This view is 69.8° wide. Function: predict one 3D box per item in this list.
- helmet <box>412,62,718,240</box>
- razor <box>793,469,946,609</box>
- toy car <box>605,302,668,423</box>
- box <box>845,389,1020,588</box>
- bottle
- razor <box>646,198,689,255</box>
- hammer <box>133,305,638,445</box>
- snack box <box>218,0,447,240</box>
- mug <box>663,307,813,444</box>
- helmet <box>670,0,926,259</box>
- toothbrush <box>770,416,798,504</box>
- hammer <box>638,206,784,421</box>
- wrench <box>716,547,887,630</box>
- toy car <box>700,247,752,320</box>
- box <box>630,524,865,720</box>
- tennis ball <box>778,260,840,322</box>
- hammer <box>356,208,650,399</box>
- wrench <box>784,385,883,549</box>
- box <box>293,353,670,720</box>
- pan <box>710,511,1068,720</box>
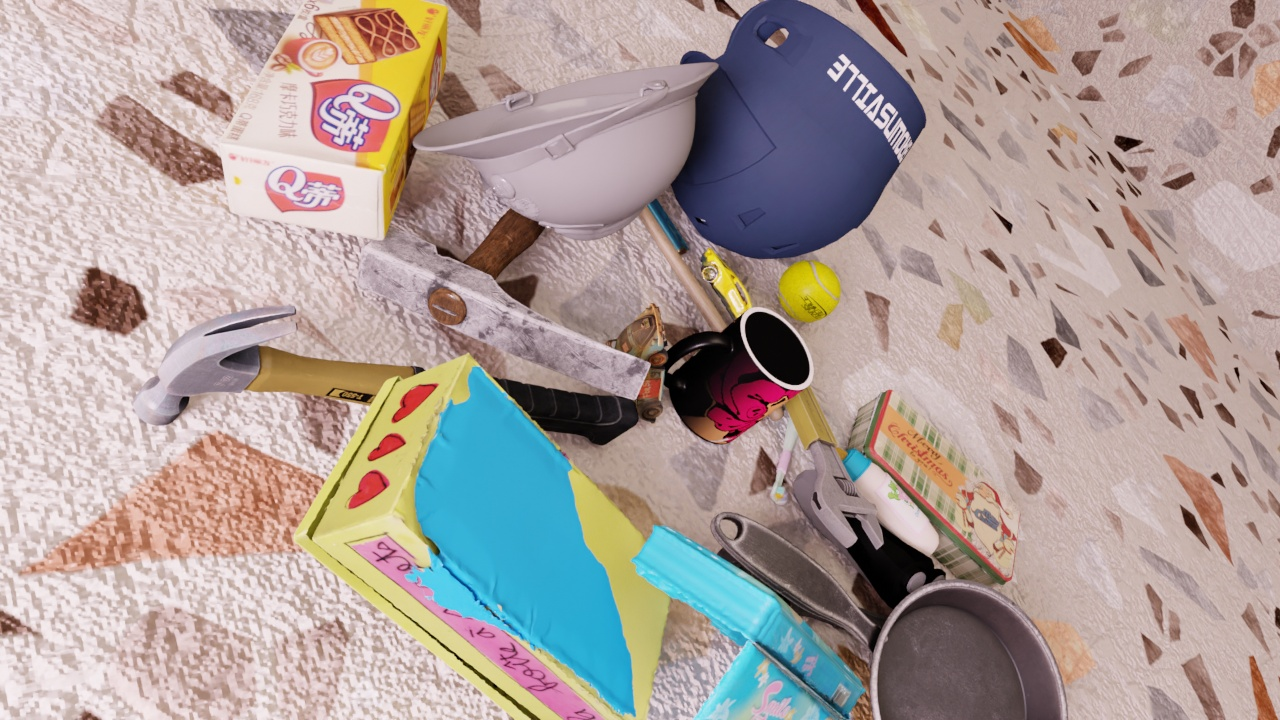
[{"bbox_3d":[-0.042,-0.154,0.725,0.270,0.184,0.118,-32,120,-38],"label":"helmet"},{"bbox_3d":[0.199,0.158,0.820,0.156,0.057,0.060,43,-6,17],"label":"razor"},{"bbox_3d":[-0.004,0.004,0.736,0.047,0.112,0.047,-3,47,-6],"label":"toy car"},{"bbox_3d":[0.300,0.133,0.937,0.205,0.050,0.117,42,39,-6],"label":"box"},{"bbox_3d":[0.216,0.127,0.861,0.146,0.051,0.051,48,39,2],"label":"bottle"},{"bbox_3d":[0.008,-0.169,0.939,0.042,0.022,0.144,-29,83,-12],"label":"razor"},{"bbox_3d":[-0.131,0.022,0.599,0.332,0.118,0.025,11,55,-43],"label":"hammer"},{"bbox_3d":[-0.219,-0.196,0.692,0.110,0.062,0.229,10,48,-7],"label":"snack box"},{"bbox_3d":[0.072,0.010,0.787,0.118,0.098,0.081,18,48,-32],"label":"mug"},{"bbox_3d":[0.129,-0.220,0.946,0.232,0.223,0.272,35,9,-37],"label":"helmet"},{"bbox_3d":[0.142,0.075,0.864,0.022,0.015,0.154,55,36,-24],"label":"toothbrush"},{"bbox_3d":[0.042,-0.085,0.867,0.331,0.031,0.119,55,10,1],"label":"hammer"},{"bbox_3d":[0.168,0.213,0.775,0.273,0.018,0.073,25,45,-27],"label":"wrench"},{"bbox_3d":[0.090,-0.062,0.895,0.107,0.030,0.049,58,7,-6],"label":"toy car"},{"bbox_3d":[0.055,0.210,0.582,0.121,0.098,0.227,-55,142,-13],"label":"box"},{"bbox_3d":[0.180,-0.074,0.980,0.065,0.066,0.065,24,45,-27],"label":"tennis ball"},{"bbox_3d":[-0.064,-0.098,0.762,0.218,0.037,0.299,24,36,2],"label":"hammer"},{"bbox_3d":[0.155,0.064,0.832,0.083,0.018,0.273,24,30,-29],"label":"wrench"},{"bbox_3d":[-0.077,0.113,0.533,0.221,0.081,0.124,48,37,-30],"label":"box"},{"bbox_3d":[0.196,0.227,0.736,0.357,0.055,0.186,34,63,-5],"label":"pan"}]
